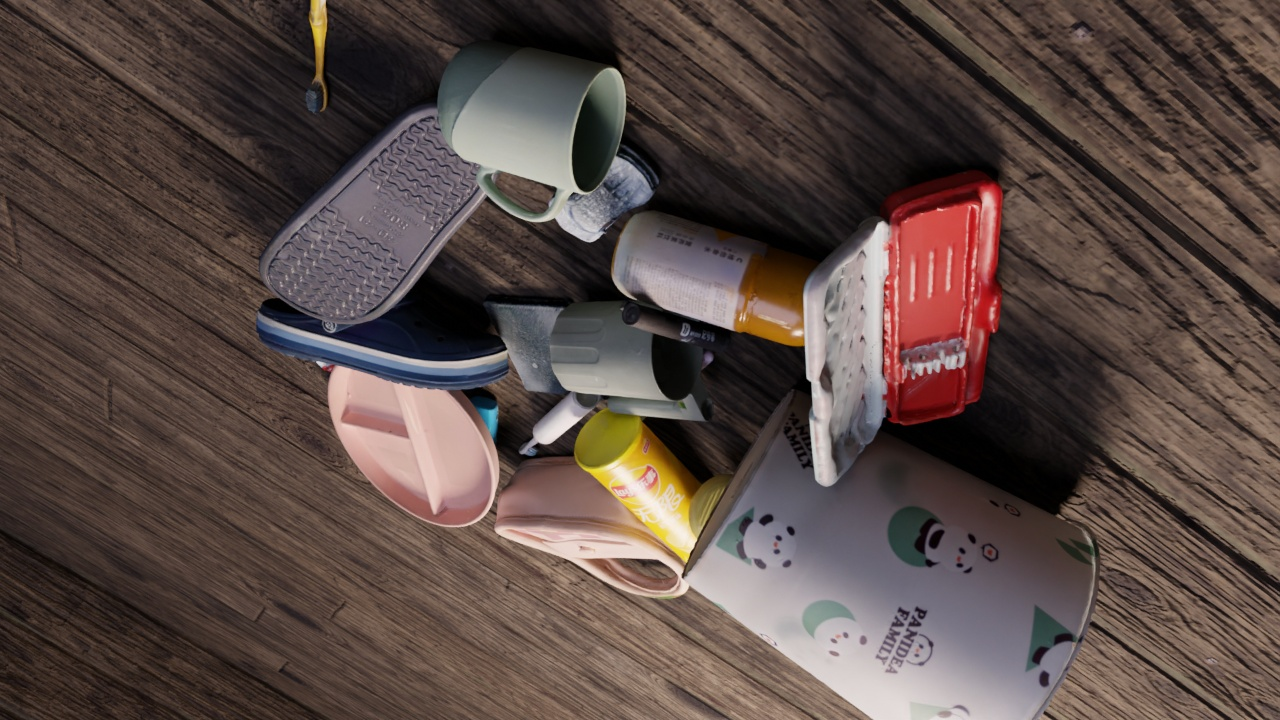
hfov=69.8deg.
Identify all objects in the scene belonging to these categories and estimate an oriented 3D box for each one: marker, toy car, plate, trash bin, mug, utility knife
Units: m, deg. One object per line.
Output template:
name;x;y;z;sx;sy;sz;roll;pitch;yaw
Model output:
marker;0.029;-0.025;0.710;0.022;0.020;0.131;40;-164;33
toy car;-0.031;-0.122;0.687;0.049;0.031;0.106;42;142;-16
plate;-0.247;0.084;1.004;0.230;0.028;0.230;17;128;24
trash bin;0.185;0.164;0.742;0.252;0.228;0.230;30;143;5
mug;-0.077;-0.153;0.622;0.106;0.082;0.112;18;108;16
mug;-0.005;0.005;0.775;0.104;0.083;0.124;2;136;33
utility knife;-0.179;0.099;1.049;0.034;0.018;0.192;22;144;7

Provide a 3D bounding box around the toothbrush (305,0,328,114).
toothbrush;-0.238;-0.254;0.670;0.016;0.018;0.192;26;143;0

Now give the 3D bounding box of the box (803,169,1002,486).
box;0.168;-0.016;0.610;0.060;0.160;0.201;50;162;43

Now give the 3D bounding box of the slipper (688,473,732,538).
slipper;0.129;0.164;0.894;0.190;0.091;0.081;27;-176;-14

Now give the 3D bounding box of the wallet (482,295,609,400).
wallet;-0.088;-0.011;0.864;0.097;0.019;0.121;5;136;29

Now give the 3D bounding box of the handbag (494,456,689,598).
handbag;-0.033;0.203;1.038;0.194;0.093;0.234;-4;140;37

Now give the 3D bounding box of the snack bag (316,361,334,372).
snack bag;-0.359;-0.025;1.004;0.045;0.026;0.105;49;167;47

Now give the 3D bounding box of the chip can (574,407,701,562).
chip can;0.023;0.132;0.894;0.072;0.071;0.213;-7;138;37

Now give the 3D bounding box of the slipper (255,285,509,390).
slipper;-0.240;-0.035;0.873;0.253;0.105;0.095;10;104;10

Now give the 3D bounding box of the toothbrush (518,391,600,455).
toothbrush;-0.090;0.067;0.932;0.026;0.026;0.222;25;153;-13

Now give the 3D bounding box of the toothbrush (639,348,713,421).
toothbrush;0.019;0.038;0.852;0.021;0.029;0.190;63;144;16

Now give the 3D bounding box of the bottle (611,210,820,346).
bottle;0.075;-0.055;0.668;0.189;0.067;0.068;19;142;12

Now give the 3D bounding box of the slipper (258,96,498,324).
slipper;-0.209;-0.126;0.765;0.269;0.083;0.110;-35;117;30
